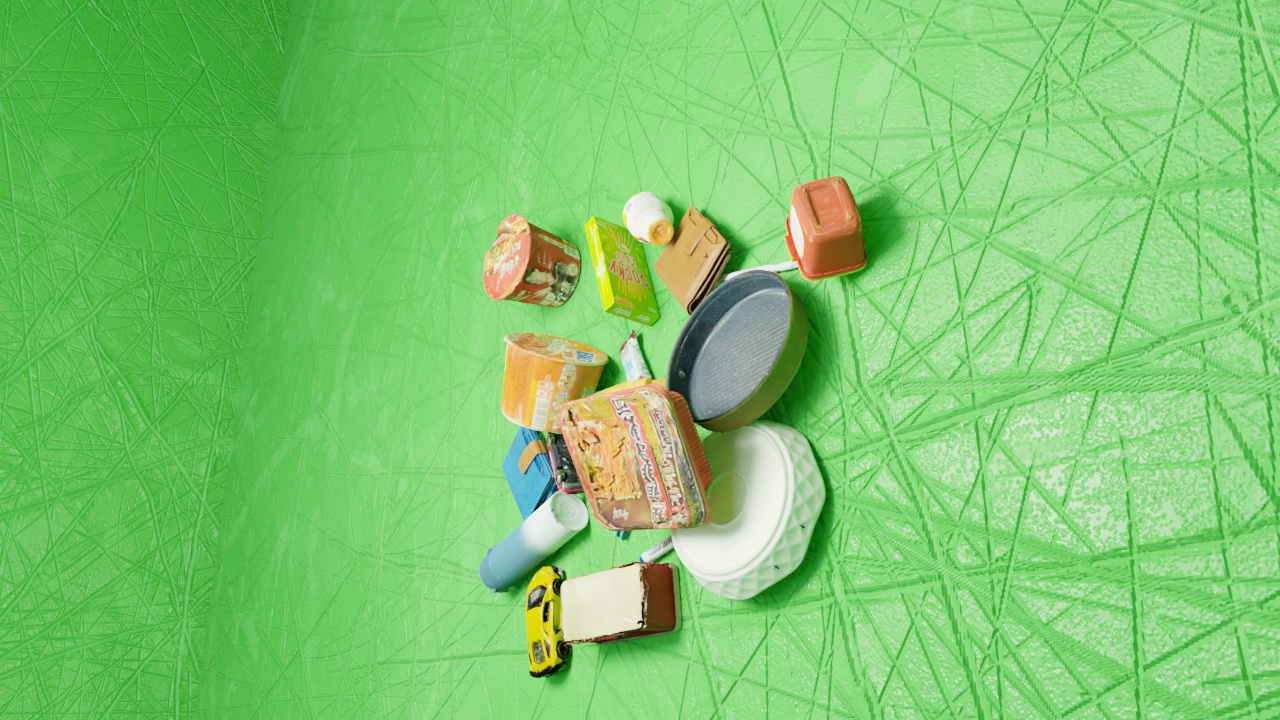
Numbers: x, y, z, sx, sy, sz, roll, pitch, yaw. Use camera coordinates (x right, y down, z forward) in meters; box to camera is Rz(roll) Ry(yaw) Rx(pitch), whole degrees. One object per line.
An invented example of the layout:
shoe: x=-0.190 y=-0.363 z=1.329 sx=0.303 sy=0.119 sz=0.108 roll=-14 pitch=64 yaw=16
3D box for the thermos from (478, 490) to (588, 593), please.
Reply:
thermos: x=-0.163 y=0.267 z=1.336 sx=0.221 sy=0.070 sz=0.070 roll=-43 pitch=48 yaw=36

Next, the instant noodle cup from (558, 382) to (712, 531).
instant noodle cup: x=0.003 y=0.106 z=1.032 sx=0.189 sy=0.078 sz=0.164 roll=-13 pitch=99 yaw=45

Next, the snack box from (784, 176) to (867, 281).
snack box: x=0.197 y=-0.143 z=0.981 sx=0.082 sy=0.080 sz=0.091 roll=-14 pitch=60 yaw=3

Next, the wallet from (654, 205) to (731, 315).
wallet: x=0.068 y=-0.132 z=1.188 sx=0.108 sy=0.031 sz=0.131 roll=-60 pitch=31 yaw=20

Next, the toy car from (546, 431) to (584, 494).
toy car: x=-0.103 y=0.144 z=1.312 sx=0.120 sy=0.053 sz=0.045 roll=-110 pitch=25 yaw=-46

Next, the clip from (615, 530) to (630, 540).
clip: x=-0.018 y=0.210 z=1.212 sx=0.041 sy=0.014 sz=0.056 roll=28 pitch=99 yaw=53

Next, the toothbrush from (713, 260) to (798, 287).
toothbrush: x=0.141 y=-0.104 z=1.108 sx=0.021 sy=0.029 sz=0.190 roll=-46 pitch=23 yaw=-30

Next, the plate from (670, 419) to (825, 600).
plate: x=0.107 y=0.158 z=1.019 sx=0.205 sy=0.045 sz=0.204 roll=-28 pitch=49 yaw=38

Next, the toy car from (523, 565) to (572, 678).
toy car: x=-0.134 y=0.365 z=1.288 sx=0.071 sy=0.041 sz=0.155 roll=-31 pitch=54 yaw=43

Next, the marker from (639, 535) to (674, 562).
marker: x=0.047 y=0.216 z=1.123 sx=0.146 sy=0.016 sz=0.016 roll=-41 pitch=49 yaw=37

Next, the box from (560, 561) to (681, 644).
box: x=-0.034 y=0.303 z=1.147 sx=0.169 sy=0.078 sz=0.091 roll=-27 pitch=59 yaw=44

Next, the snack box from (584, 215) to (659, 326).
snack box: x=-0.026 y=-0.125 z=1.274 sx=0.026 sy=0.085 sz=0.156 roll=-40 pitch=49 yaw=36

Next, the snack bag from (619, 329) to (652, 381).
snack bag: x=-0.007 y=0.007 z=1.254 sx=0.045 sy=0.026 sz=0.105 roll=-57 pitch=39 yaw=37

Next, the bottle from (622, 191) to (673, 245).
bottle: x=0.015 y=-0.188 z=1.245 sx=0.063 sy=0.063 sz=0.108 roll=-62 pitch=23 yaw=17

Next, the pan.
pan: x=0.042 y=0.016 z=1.098 sx=0.359 sy=0.078 sz=0.197 roll=-33 pitch=38 yaw=37

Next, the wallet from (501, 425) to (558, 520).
wallet: x=-0.169 y=0.171 z=1.402 sx=0.107 sy=0.040 sz=0.133 roll=-61 pitch=40 yaw=26

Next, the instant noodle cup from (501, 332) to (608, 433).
instant noodle cup: x=-0.130 y=0.033 z=1.314 sx=0.151 sy=0.151 sz=0.111 roll=28 pitch=109 yaw=52

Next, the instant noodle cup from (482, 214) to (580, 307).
instant noodle cup: x=-0.167 y=-0.147 z=1.443 sx=0.138 sy=0.108 sz=0.137 roll=-22 pitch=61 yaw=47
